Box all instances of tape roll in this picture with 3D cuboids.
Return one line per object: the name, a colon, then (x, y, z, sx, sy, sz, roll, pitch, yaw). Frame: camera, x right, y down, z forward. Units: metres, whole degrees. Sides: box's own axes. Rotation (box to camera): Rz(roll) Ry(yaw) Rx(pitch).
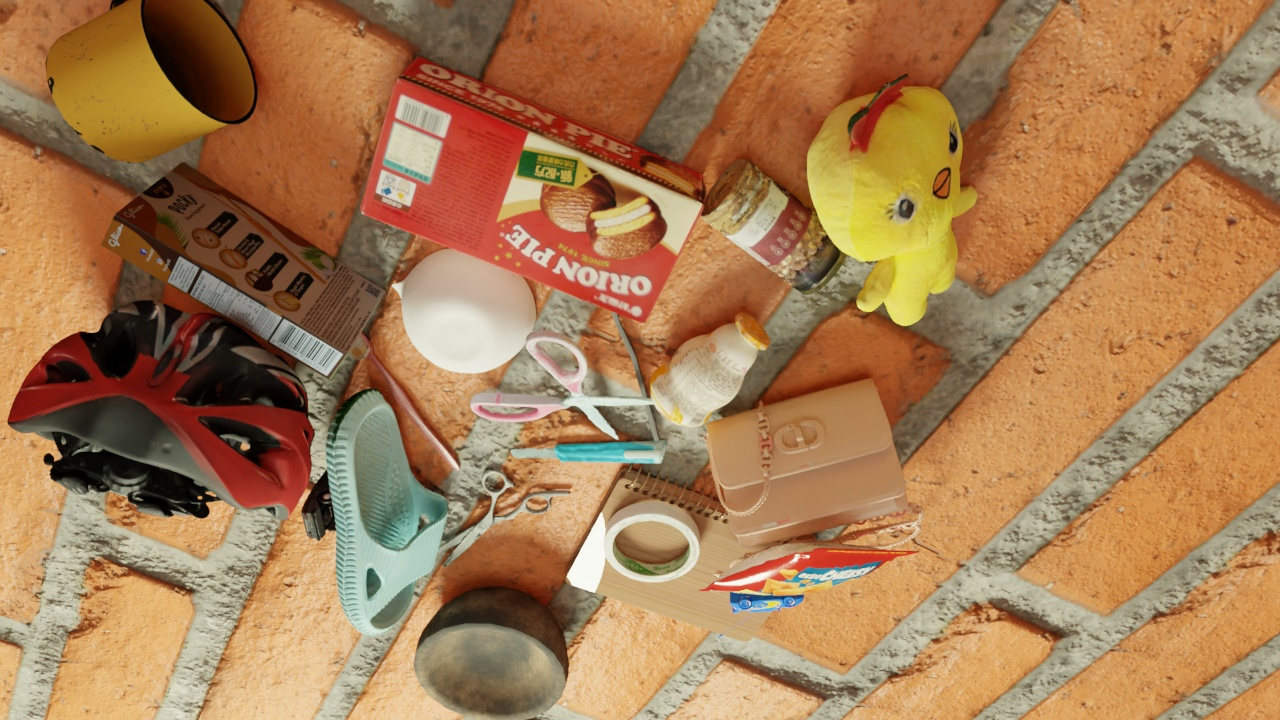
tape roll: (0.011, 0.177, 0.888, 0.094, 0.018, 0.094, 2, 125, 3)

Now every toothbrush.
toothbrush: (-0.218, 0.039, 0.844, 0.015, 0.015, 0.184, -18, 122, 22)
toothbrush: (-0.005, 0.005, 0.806, 0.013, 0.012, 0.167, -13, 122, 3)

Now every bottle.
bottle: (0.059, 0.007, 0.773, 0.063, 0.063, 0.109, 36, 118, -18)
bottle: (0.102, -0.102, 0.701, 0.105, 0.056, 0.056, 34, 119, -17)

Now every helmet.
helmet: (-0.372, 0.049, 0.752, 0.217, 0.166, 0.273, 22, 160, -11)

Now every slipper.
slipper: (-0.236, 0.153, 0.864, 0.069, 0.115, 0.277, 12, 121, 18)

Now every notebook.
notebook: (0.051, 0.197, 0.923, 0.210, 0.022, 0.169, 21, 123, -9)

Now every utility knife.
utility knife: (-0.050, 0.085, 0.862, 0.149, 0.015, 0.022, 1, 98, 6)

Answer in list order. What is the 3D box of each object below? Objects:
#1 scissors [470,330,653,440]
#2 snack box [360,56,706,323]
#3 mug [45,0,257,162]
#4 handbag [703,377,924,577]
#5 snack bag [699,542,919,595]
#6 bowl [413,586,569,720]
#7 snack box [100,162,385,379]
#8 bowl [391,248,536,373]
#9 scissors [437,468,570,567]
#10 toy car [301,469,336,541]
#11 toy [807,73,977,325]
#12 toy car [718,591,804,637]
scissors: (-0.067, 0.025, 0.792, 0.170, 0.013, 0.175, 2, 144, 3)
snack box: (-0.080, -0.126, 0.696, 0.236, 0.060, 0.113, 21, 122, -9)
mug: (-0.346, -0.210, 0.647, 0.094, 0.100, 0.123, -17, 84, 17)
handbag: (0.145, 0.111, 0.843, 0.199, 0.116, 0.187, -16, 152, 9)
snack bag: (0.146, 0.182, 0.804, 0.130, 0.039, 0.144, 10, 150, -37)
bowl: (-0.155, 0.308, 0.982, 0.162, 0.070, 0.162, 2, 123, 3)
snack box: (-0.304, -0.072, 0.725, 0.186, 0.100, 0.032, 34, 119, -17)
bowl: (-0.148, -0.033, 0.769, 0.115, 0.050, 0.115, 2, 123, 3)
scissors: (-0.143, 0.165, 0.921, 0.120, 0.014, 0.160, 17, 120, -7)
toy car: (-0.290, 0.125, 0.859, 0.037, 0.092, 0.040, 6, 123, 8)
toy: (0.186, -0.113, 0.667, 0.133, 0.092, 0.208, -48, 125, -18)
toy car: (0.120, 0.251, 0.918, 0.092, 0.033, 0.062, -6, 118, 10)
